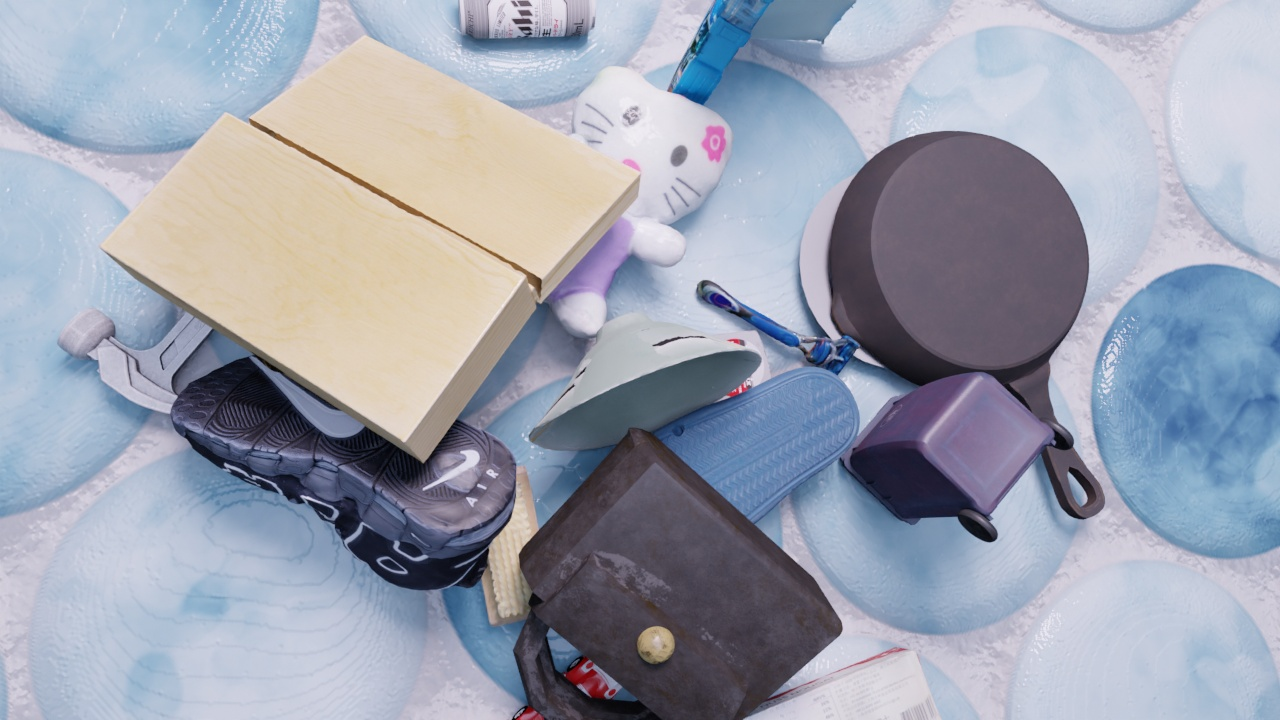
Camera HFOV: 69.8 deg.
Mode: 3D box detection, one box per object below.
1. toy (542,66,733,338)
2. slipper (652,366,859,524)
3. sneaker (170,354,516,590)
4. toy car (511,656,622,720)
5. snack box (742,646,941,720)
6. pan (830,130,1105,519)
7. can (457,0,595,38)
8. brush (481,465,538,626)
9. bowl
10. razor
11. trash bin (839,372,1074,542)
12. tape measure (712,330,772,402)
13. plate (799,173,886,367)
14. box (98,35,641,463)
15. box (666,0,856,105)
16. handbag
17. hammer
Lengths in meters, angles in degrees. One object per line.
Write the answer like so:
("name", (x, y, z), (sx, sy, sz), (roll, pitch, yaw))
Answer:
("toy", (-0.022, -0.124, 0.714), (0.137, 0.085, 0.209), (37, 81, -8))
("slipper", (0.071, 0.078, 0.723), (0.214, 0.059, 0.104), (-33, 89, 2))
("sneaker", (-0.201, 0.089, 0.646), (0.253, 0.151, 0.097), (20, 45, 13))
("toy car", (-0.058, 0.263, 0.696), (0.089, 0.025, 0.038), (-40, 92, -12))
("snack box", (0.101, 0.306, 0.714), (0.272, 0.044, 0.076), (-18, 82, -12))
("pan", (0.303, -0.030, 0.763), (0.248, 0.043, 0.356), (-27, 89, -12))
("can", (-0.091, -0.283, 0.737), (0.106, 0.044, 0.044), (-6, 85, -11))
("brush", (-0.099, 0.142, 0.694), (0.049, 0.039, 0.117), (-10, 91, -13))
("bowl", (-0.004, 0.004, 0.668), (0.174, 0.174, 0.068), (-16, 73, -12))
("razor", (0.108, -0.027, 0.755), (0.141, 0.044, 0.018), (27, 38, -1))
("trash bin", (0.230, 0.072, 0.699), (0.092, 0.161, 0.093), (44, 78, 3))
("tape measure", (0.073, 0.007, 0.749), (0.062, 0.020, 0.060), (-10, 92, -10))
("plate", (0.216, -0.077, 0.785), (0.172, 0.019, 0.172), (1, 84, -10))
("box", (-0.170, -0.095, 0.610), (0.247, 0.076, 0.256), (30, 59, 13))
("box", (0.100, -0.277, 0.670), (0.166, 0.244, 0.075), (-33, 91, -13))
("handbag", (0.003, 0.185, 0.647), (0.197, 0.102, 0.199), (42, 95, -10))
("hammer", (-0.273, -0.096, 0.691), (0.126, 0.036, 0.315), (37, 78, -7))
